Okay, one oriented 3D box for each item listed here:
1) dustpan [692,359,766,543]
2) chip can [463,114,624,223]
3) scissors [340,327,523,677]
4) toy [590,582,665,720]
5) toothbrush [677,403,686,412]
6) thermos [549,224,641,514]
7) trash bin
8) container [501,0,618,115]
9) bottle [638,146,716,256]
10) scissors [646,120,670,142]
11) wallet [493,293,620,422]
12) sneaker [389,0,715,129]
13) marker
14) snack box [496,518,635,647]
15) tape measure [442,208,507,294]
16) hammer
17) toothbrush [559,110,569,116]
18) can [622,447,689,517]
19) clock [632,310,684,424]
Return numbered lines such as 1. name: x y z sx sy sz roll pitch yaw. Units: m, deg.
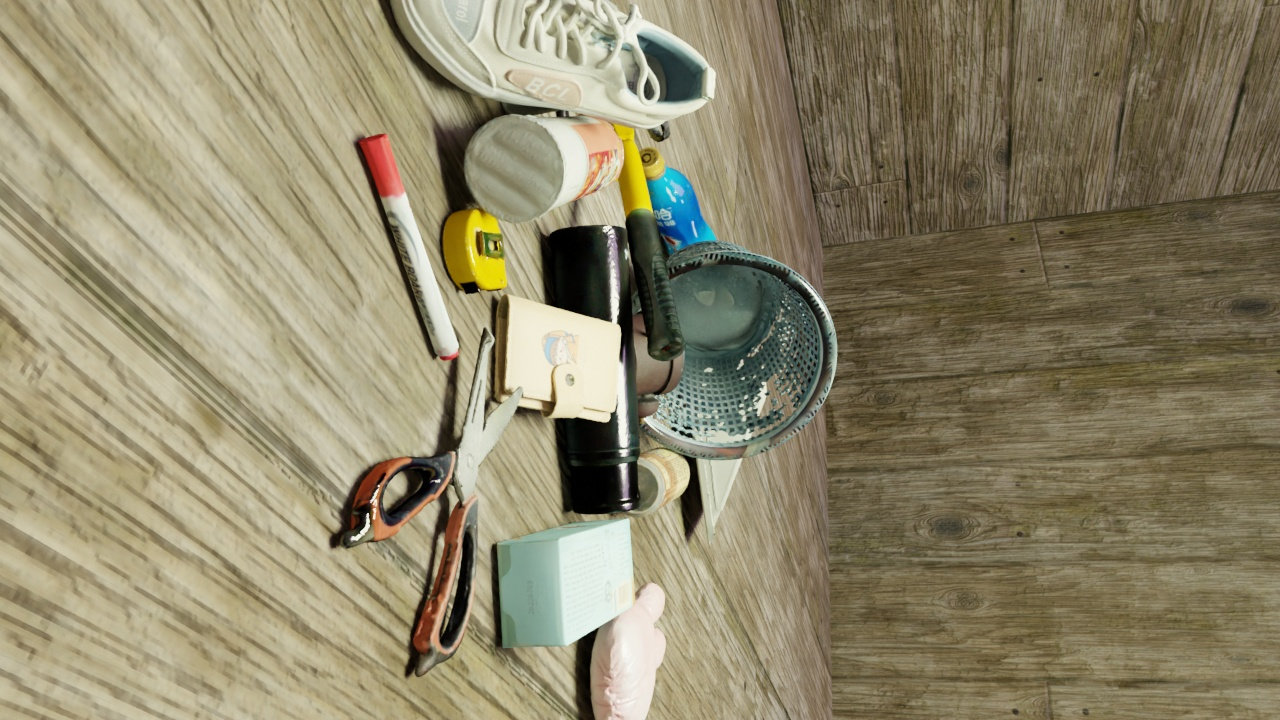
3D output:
1. dustpan: 0.079 0.067 1.219 0.222 0.142 0.258 -53 165 -78
2. chip can: -0.066 -0.155 0.711 0.214 0.071 0.071 -58 140 -71
3. scissors: -0.117 0.081 0.571 0.226 0.015 0.189 -26 112 -68
4. toy: -0.008 0.269 0.830 0.159 0.054 0.121 -29 120 -72
5. toothbrush: 0.041 -0.022 1.153 0.029 0.020 0.189 -145 -136 -71
6. thermos: -0.041 0.009 0.805 0.090 0.068 0.242 173 -86 -74
7. trash bin: 0.084 -0.034 1.001 0.194 0.227 0.227 -88 167 -68
8. container: -0.061 -0.254 0.760 0.114 0.090 0.090 -54 137 -70
9. bottle: 0.041 -0.184 1.115 0.219 0.065 0.065 54 35 -61
10. scissors: -0.025 -0.286 0.912 0.014 0.159 0.181 -36 156 -24
11. wallet: -0.062 0.003 0.709 0.115 0.024 0.087 14 74 -45
12. sneaker: -0.047 -0.213 0.624 0.241 0.091 0.089 8 93 -40
13. marker: -0.139 -0.066 0.560 0.017 0.017 0.145 -66 147 -58
14. snack box: -0.053 0.168 0.714 0.174 0.052 0.074 16 68 -73
15. tape measure: -0.112 -0.076 0.634 0.057 0.029 0.060 -21 104 -72
16. hammer: 0.000 -0.128 0.836 0.129 0.033 0.300 98 -15 -54
17. toothbrush: -0.076 -0.289 0.847 0.015 0.018 0.181 -24 110 -78
18. can: 0.011 0.121 0.930 0.116 0.059 0.058 -1 86 -73
19. clock: -0.005 0.005 0.862 0.055 0.082 0.122 -8 127 -34
